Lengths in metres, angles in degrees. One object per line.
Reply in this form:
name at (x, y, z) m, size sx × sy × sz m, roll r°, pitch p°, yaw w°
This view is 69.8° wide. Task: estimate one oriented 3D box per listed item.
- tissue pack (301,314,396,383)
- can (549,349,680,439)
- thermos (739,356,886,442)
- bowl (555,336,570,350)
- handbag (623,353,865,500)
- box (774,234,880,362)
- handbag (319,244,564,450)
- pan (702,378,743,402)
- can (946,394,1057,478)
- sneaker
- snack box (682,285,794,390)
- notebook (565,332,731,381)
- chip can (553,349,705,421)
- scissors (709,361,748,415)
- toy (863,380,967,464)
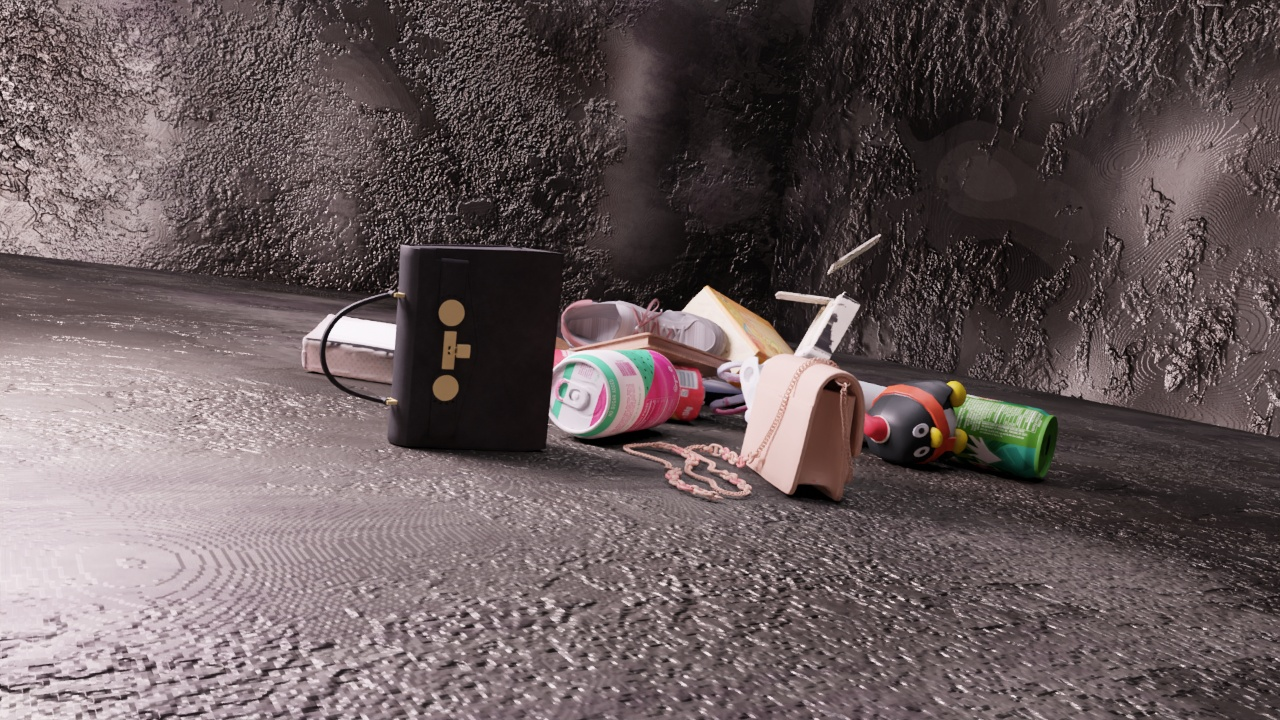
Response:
tissue pack at (-0.308, -0.003, 1.126) m, size 0.181 × 0.071 × 0.103 m, roll 6°, pitch 20°, yaw 0°
can at (-0.027, 0.033, 0.961) m, size 0.088 × 0.088 × 0.165 m, roll 11°, pitch 6°, yaw 25°
thermos at (0.228, 0.057, 1.131) m, size 0.220 × 0.099 × 0.099 m, roll 10°, pitch 4°, yaw -27°
bowl at (-0.138, 0.003, 1.289) m, size 0.118 × 0.030 × 0.117 m, roll 19°, pitch 31°, yaw -12°
handbag at (0.095, 0.048, 0.821) m, size 0.187 × 0.116 × 0.199 m, roll 7°, pitch 5°, yaw -11°
box at (0.250, -0.096, 1.279) m, size 0.101 × 0.194 × 0.143 m, roll 30°, pitch -5°, yaw 2°
handbag at (-0.173, -0.012, 0.776) m, size 0.195 × 0.176 × 0.072 m, roll 0°, pitch 10°, yaw -39°
pan at (-0.007, 0.031, 1.396) m, size 0.356 × 0.021 × 0.199 m, roll 8°, pitch 5°, yaw -9°
can at (0.411, 0.087, 1.094) m, size 0.144 × 0.083 × 0.083 m, roll 12°, pitch 6°, yaw 37°
sneaker at (-0.002, -0.037, 1.260) m, size 0.236 × 0.099 × 0.089 m, roll 6°, pitch -3°, yaw 10°
snack box at (0.158, -0.010, 1.364) m, size 0.195 × 0.081 × 0.145 m, roll 23°, pitch 26°, yaw -51°
notebook at (-0.007, 0.007, 1.194) m, size 0.211 × 0.022 × 0.169 m, roll -11°, pitch -20°, yaw 44°
chip can at (-0.042, 0.028, 1.098) m, size 0.232 × 0.073 × 0.073 m, roll 8°, pitch 5°, yaw -17°
scissors at (0.162, 0.030, 1.172) m, size 0.173 × 0.014 × 0.159 m, roll -14°, pitch -34°, yaw 17°
toy at (0.303, 0.075, 1.045) m, size 0.119 × 0.097 × 0.100 m, roll -25°, pitch 25°, yaw -37°
